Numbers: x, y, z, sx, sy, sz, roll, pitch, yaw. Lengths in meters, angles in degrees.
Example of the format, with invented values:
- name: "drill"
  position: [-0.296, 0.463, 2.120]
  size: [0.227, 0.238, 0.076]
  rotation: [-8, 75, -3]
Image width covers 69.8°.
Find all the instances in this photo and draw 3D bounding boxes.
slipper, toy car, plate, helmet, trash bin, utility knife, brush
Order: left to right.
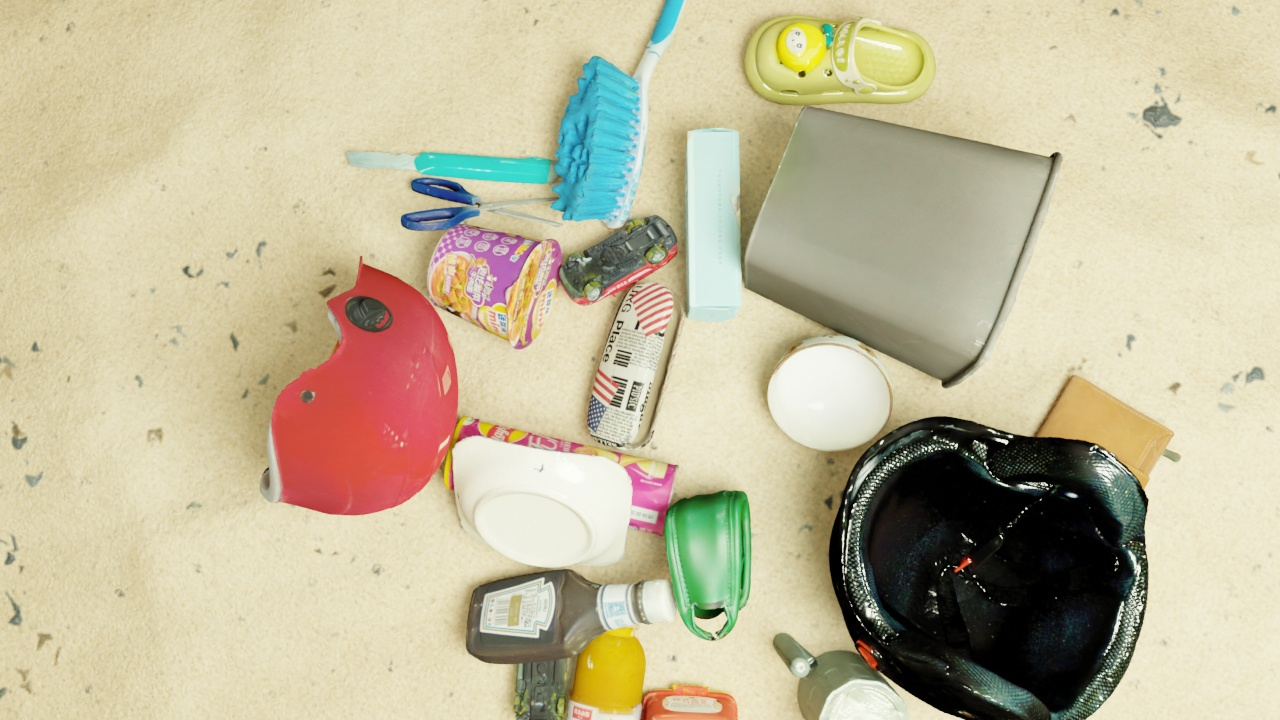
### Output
- name: "helmet"
  position: [-0.233, 0.032, 0.822]
  size: [0.144, 0.208, 0.239]
  rotation: [22, 52, -12]
- name: "utility knife"
  position: [-0.188, -0.198, 0.930]
  size: [0.221, 0.013, 0.029]
  rotation: [4, 85, 0]
- name: "plate"
  position: [-0.092, 0.141, 0.826]
  size: [0.164, 0.164, 0.034]
  rotation: [9, 43, 4]
- name: "toy car"
  position: [-0.092, 0.294, 0.868]
  size: [0.048, 0.032, 0.105]
  rotation: [1, 73, 3]
- name: "toy car"
  position: [-0.020, -0.094, 0.895]
  size: [0.120, 0.045, 0.053]
  rotation: [-28, 60, -5]
- name: "brush"
  position: [-0.010, -0.280, 0.906]
  size: [0.109, 0.061, 0.314]
  rotation: [11, 88, -41]
- name: "slipper"
  position: [0.200, -0.302, 0.898]
  size: [0.190, 0.081, 0.091]
  rotation: [4, 82, -1]
- name: "trash bin"
  position: [0.223, -0.110, 0.828]
  size: [0.220, 0.199, 0.198]
  rotation: [22, 84, 10]
- name: "helmet"
  position: [0.275, 0.177, 0.771]
  size: [0.275, 0.231, 0.233]
  rotation: [36, 71, 4]

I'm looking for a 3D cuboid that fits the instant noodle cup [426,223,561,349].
- name: "instant noodle cup"
  position: [-0.141, -0.078, 0.874]
  size: [0.099, 0.111, 0.111]
  rotation: [21, 85, 12]

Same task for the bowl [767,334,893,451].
- name: "bowl"
  position: [0.180, 0.022, 0.863]
  size: [0.113, 0.062, 0.114]
  rotation: [8, 119, 14]

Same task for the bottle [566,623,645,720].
- name: "bottle"
  position: [-0.033, 0.321, 0.844]
  size: [0.068, 0.068, 0.189]
  rotation: [8, 81, 2]

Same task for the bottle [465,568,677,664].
- name: "bottle"
  position: [-0.063, 0.228, 0.830]
  size: [0.195, 0.044, 0.079]
  rotation: [-13, 52, 19]

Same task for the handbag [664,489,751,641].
- name: "handbag"
  position: [0.068, 0.179, 0.827]
  size: [0.068, 0.131, 0.120]
  rotation: [-9, 88, 10]

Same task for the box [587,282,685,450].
- name: "box"
  position: [-0.010, 0.003, 0.871]
  size: [0.075, 0.081, 0.163]
  rotation: [16, 86, 12]

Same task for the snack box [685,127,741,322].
- name: "snack box"
  position: [0.069, -0.128, 0.885]
  size: [0.051, 0.074, 0.174]
  rotation: [0, 84, 2]

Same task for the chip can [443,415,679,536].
- name: "chip can"
  position: [-0.073, 0.110, 0.867]
  size: [0.210, 0.071, 0.071]
  rotation: [12, 84, 2]

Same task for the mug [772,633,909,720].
- name: "mug"
  position: [0.175, 0.300, 0.823]
  size: [0.124, 0.103, 0.083]
  rotation: [40, 87, 4]

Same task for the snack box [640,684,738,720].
- name: "snack box"
  position: [0.045, 0.343, 0.834]
  size: [0.091, 0.080, 0.082]
  rotation: [2, 83, 2]

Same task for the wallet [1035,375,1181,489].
- name: "wallet"
  position: [0.433, 0.099, 0.875]
  size: [0.119, 0.035, 0.130]
  rotation: [31, 86, 10]

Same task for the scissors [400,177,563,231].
- name: "scissors"
  position: [-0.160, -0.149, 0.888]
  size: [0.176, 0.161, 0.012]
  rotation: [25, 124, 27]
